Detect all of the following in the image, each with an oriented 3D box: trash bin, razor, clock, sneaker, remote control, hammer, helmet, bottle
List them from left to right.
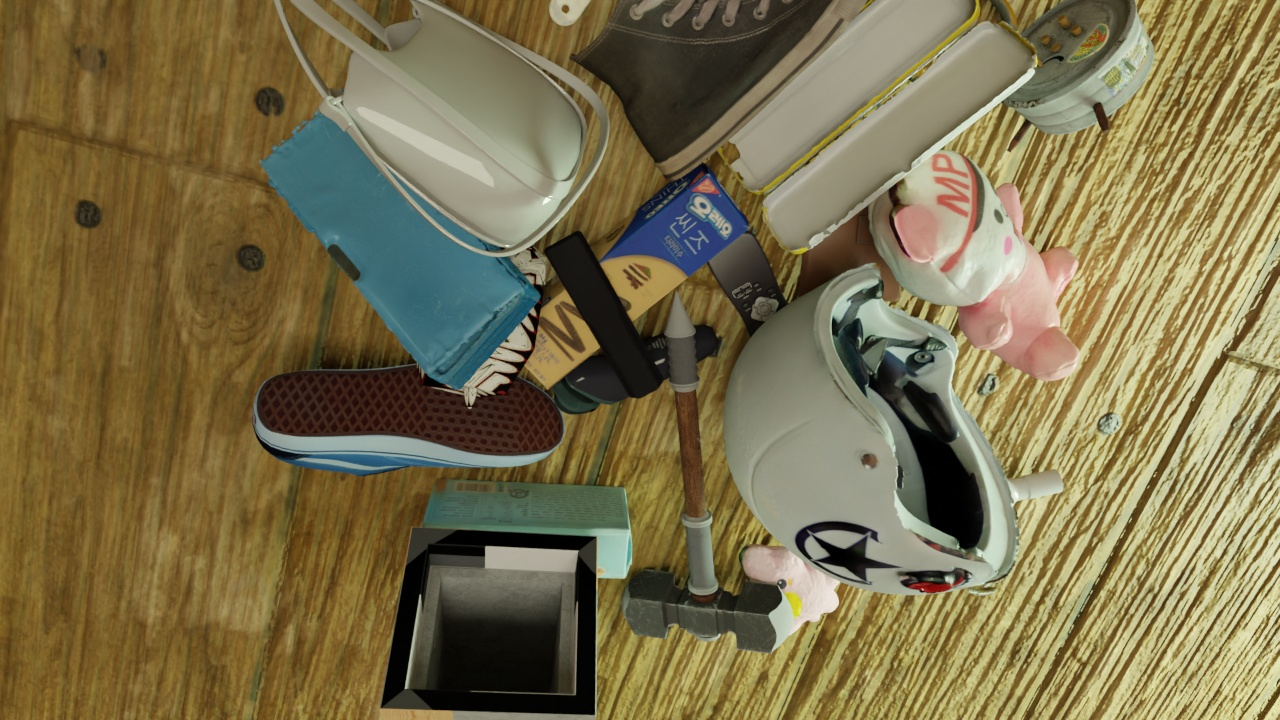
[{"bbox_3d":[-0.188,0.054,0.756,0.241,0.083,0.098,4,154,-17],"label":"sneaker"},{"bbox_3d":[-0.123,-0.050,0.681,0.065,0.115,0.155,17,98,-36],"label":"clock"},{"bbox_3d":[-0.118,0.268,0.743,0.142,0.142,0.248,4,136,-6],"label":"trash bin"},{"bbox_3d":[-0.026,-0.031,0.690,0.032,0.015,0.136,-28,108,6],"label":"remote control"},{"bbox_3d":[-0.005,0.004,0.755,0.143,0.047,0.052,-22,135,1],"label":"razor"},{"bbox_3d":[0.044,0.098,0.761,0.156,0.042,0.323,2,114,19],"label":"hammer"},{"bbox_3d":[0.067,-0.246,0.632,0.235,0.095,0.120,-38,109,25],"label":"sneaker"},{"bbox_3d":[0.097,-0.051,0.757,0.046,0.009,0.124,-29,110,7],"label":"remote control"},{"bbox_3d":[0.168,0.074,0.708,0.164,0.236,0.264,-29,127,34],"label":"helmet"},{"bbox_3d":[0.275,0.127,0.816,0.195,0.052,0.052,-12,111,0],"label":"bottle"},{"bbox_3d":[0.319,-0.227,0.666,0.056,0.104,0.147,36,74,-26],"label":"clock"}]

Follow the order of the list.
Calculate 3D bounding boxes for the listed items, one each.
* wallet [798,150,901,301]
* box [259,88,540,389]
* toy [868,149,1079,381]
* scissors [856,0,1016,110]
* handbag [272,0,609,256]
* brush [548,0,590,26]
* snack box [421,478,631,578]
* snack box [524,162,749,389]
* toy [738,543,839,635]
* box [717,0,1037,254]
[{"bbox_3d":[0.174,-0.107,0.739,0.087,0.013,0.121,0,108,-6],"label":"wallet"},{"bbox_3d":[-0.171,-0.090,0.629,0.093,0.048,0.231,-46,67,9],"label":"box"},{"bbox_3d":[0.252,-0.079,0.699,0.213,0.141,0.084,33,145,-27],"label":"toy"},{"bbox_3d":[0.179,-0.280,0.671,0.162,0.016,0.225,-33,108,11],"label":"scissors"},{"bbox_3d":[-0.136,-0.178,0.583,0.222,0.215,0.096,36,120,-20],"label":"handbag"},{"bbox_3d":[0.006,-0.328,0.644,0.033,0.012,0.218,36,106,-17],"label":"brush"},{"bbox_3d":[-0.096,0.143,0.782,0.174,0.075,0.053,2,110,-6],"label":"snack box"},{"bbox_3d":[-0.014,-0.067,0.717,0.207,0.057,0.056,-38,110,10],"label":"snack box"},{"bbox_3d":[0.135,0.212,0.838,0.093,0.050,0.102,1,112,4],"label":"toy"},{"bbox_3d":[0.161,-0.180,0.655,0.210,0.129,0.038,-38,153,18],"label":"box"}]
